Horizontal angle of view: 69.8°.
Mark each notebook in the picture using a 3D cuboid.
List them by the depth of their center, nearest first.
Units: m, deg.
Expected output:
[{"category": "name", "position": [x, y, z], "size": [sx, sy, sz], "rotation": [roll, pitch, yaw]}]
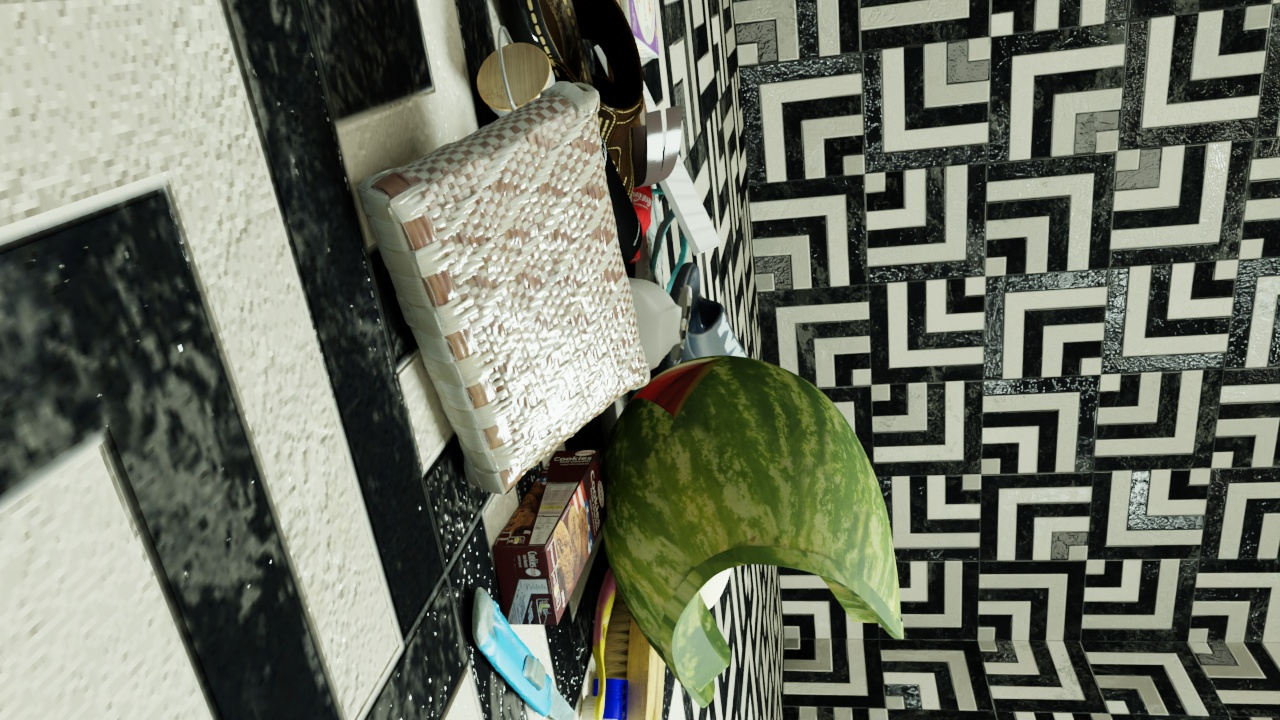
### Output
[{"category": "notebook", "position": [0.022, -0.204, 0.907], "size": [0.210, 0.009, 0.142], "rotation": [64, 16, -4]}]

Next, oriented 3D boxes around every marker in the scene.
[{"category": "marker", "position": [-0.025, 0.311, 0.693], "size": [0.023, 0.027, 0.133], "rotation": [97, -4, -65]}]

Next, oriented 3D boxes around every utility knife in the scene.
[{"category": "utility knife", "position": [-0.066, 0.190, 0.557], "size": [0.206, 0.015, 0.031], "rotation": [74, 22, -53]}]

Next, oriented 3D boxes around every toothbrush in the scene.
[{"category": "toothbrush", "position": [-0.032, 0.221, 0.724], "size": [0.135, 0.016, 0.021], "rotation": [-84, 164, -46]}]

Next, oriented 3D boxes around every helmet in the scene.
[{"category": "helmet", "position": [0.076, 0.112, 0.721], "size": [0.243, 0.213, 0.246], "rotation": [57, 15, -31]}]

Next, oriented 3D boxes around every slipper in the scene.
[{"category": "slipper", "position": [-0.032, -0.199, 0.667], "size": [0.268, 0.076, 0.112], "rotation": [67, 23, -60]}, {"category": "slipper", "position": [0.069, 0.039, 0.897], "size": [0.110, 0.083, 0.268], "rotation": [-55, 144, -64]}, {"category": "slipper", "position": [0.025, -0.108, 0.941], "size": [0.098, 0.055, 0.268], "rotation": [71, 15, -51]}]

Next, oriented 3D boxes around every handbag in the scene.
[{"category": "handbag", "position": [-0.058, -0.033, 0.461], "size": [0.123, 0.047, 0.186], "rotation": [-38, 135, -29]}]

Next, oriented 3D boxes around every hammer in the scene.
[{"category": "hammer", "position": [-0.027, -0.305, 0.763], "size": [0.115, 0.033, 0.323], "rotation": [21, -54, 63]}]

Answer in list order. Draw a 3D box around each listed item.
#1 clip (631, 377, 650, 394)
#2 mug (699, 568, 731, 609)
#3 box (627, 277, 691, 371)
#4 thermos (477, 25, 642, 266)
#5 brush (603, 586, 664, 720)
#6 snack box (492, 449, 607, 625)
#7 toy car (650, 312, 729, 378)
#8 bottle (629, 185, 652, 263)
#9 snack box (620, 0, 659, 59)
[{"category": "clip", "position": [-0.007, -0.015, 0.882], "size": [0.127, 0.028, 0.113], "rotation": [-1, 83, -78]}, {"category": "mug", "position": [0.036, 0.179, 0.866], "size": [0.099, 0.096, 0.120], "rotation": [-68, 149, -48]}, {"category": "box", "position": [-0.001, -0.027, 0.753], "size": [0.165, 0.092, 0.083], "rotation": [-48, 139, -77]}, {"category": "thermos", "position": [-0.051, -0.128, 0.592], "size": [0.231, 0.061, 0.061], "rotation": [56, 32, -69]}, {"category": "brush", "position": [-0.006, 0.256, 0.761], "size": [0.059, 0.043, 0.195], "rotation": [65, 25, -58]}, {"category": "snack box", "position": [-0.054, 0.108, 0.591], "size": [0.140, 0.032, 0.051], "rotation": [-60, 145, -70]}, {"category": "toy car", "position": [0.046, 0.014, 1.023], "size": [0.169, 0.062, 0.070], "rotation": [-53, 143, -41]}, {"category": "bottle", "position": [-0.007, -0.148, 0.883], "size": [0.036, 0.036, 0.118], "rotation": [65, 25, -62]}, {"category": "snack box", "position": [-0.018, -0.369, 0.871], "size": [0.147, 0.041, 0.143], "rotation": [-45, 131, -75]}]
